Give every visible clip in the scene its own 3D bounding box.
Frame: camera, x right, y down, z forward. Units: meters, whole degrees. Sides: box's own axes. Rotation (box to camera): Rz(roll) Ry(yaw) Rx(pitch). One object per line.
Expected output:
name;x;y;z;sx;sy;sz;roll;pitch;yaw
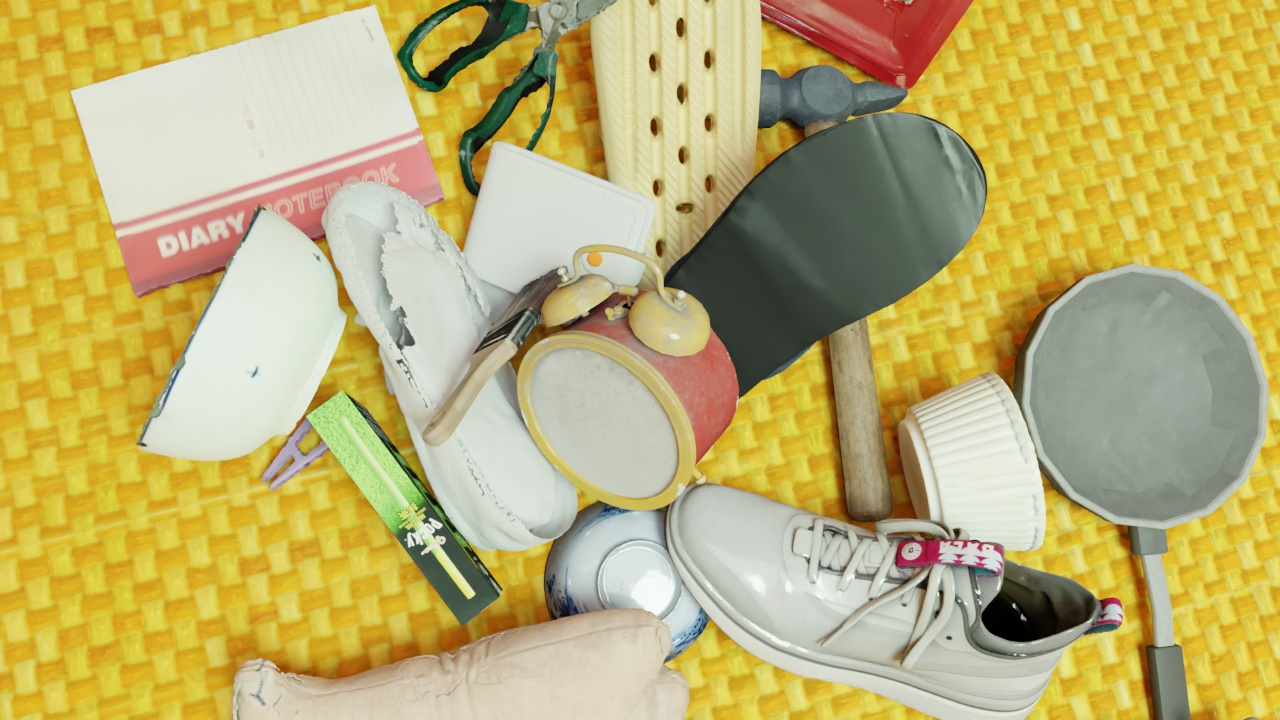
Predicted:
clip;-0.221;0.056;0.586;0.052;0.014;0.042;-23;83;-12

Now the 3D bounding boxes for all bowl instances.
bowl;0.206;0.069;0.587;0.062;0.115;0.115;-12;81;6
bowl;-0.224;-0.007;0.536;0.073;0.154;0.153;28;76;-24
bowl;-0.003;0.140;0.578;0.114;0.045;0.114;1;79;-6

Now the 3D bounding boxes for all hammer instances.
hammer;0.141;-0.051;0.637;0.129;0.040;0.321;-3;81;-11

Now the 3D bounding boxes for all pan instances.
pan;0.344;0.114;0.627;0.178;0.041;0.357;-4;85;-7

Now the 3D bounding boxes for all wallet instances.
wallet;-0.058;-0.067;0.598;0.118;0.037;0.115;23;110;8

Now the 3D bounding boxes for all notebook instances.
notebook;-0.256;-0.145;0.619;0.208;0.012;0.153;-20;83;-9

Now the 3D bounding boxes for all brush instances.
brush;-0.084;-0.005;0.533;0.012;0.039;0.150;49;42;-22

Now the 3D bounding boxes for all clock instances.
clock;-0.003;0.003;0.535;0.117;0.159;0.081;13;37;30

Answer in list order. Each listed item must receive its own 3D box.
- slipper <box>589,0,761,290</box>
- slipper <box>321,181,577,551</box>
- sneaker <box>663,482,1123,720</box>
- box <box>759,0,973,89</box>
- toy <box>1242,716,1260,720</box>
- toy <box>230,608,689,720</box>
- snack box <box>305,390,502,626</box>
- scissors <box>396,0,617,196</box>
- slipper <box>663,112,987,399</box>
slipper;0.025;-0.166;0.625;0.111;0.079;0.261;-4;99;-2
slipper;-0.123;0.004;0.565;0.075;0.112;0.247;-26;93;19
sneaker;0.143;0.130;0.544;0.263;0.129;0.096;24;46;-1
box;0.162;-0.294;0.636;0.157;0.135;0.112;29;67;-1
toy;0.348;0.254;0.586;0.111;0.030;0.049;-12;118;-10
toy;-0.098;0.220;0.539;0.264;0.065;0.196;-18;118;5
snack box;-0.139;0.089;0.554;0.025;0.080;0.147;-37;86;-12
scissors;-0.066;-0.188;0.594;0.210;0.015;0.142;-17;88;30
slipper;0.087;-0.056;0.574;0.109;0.083;0.266;47;119;-5
